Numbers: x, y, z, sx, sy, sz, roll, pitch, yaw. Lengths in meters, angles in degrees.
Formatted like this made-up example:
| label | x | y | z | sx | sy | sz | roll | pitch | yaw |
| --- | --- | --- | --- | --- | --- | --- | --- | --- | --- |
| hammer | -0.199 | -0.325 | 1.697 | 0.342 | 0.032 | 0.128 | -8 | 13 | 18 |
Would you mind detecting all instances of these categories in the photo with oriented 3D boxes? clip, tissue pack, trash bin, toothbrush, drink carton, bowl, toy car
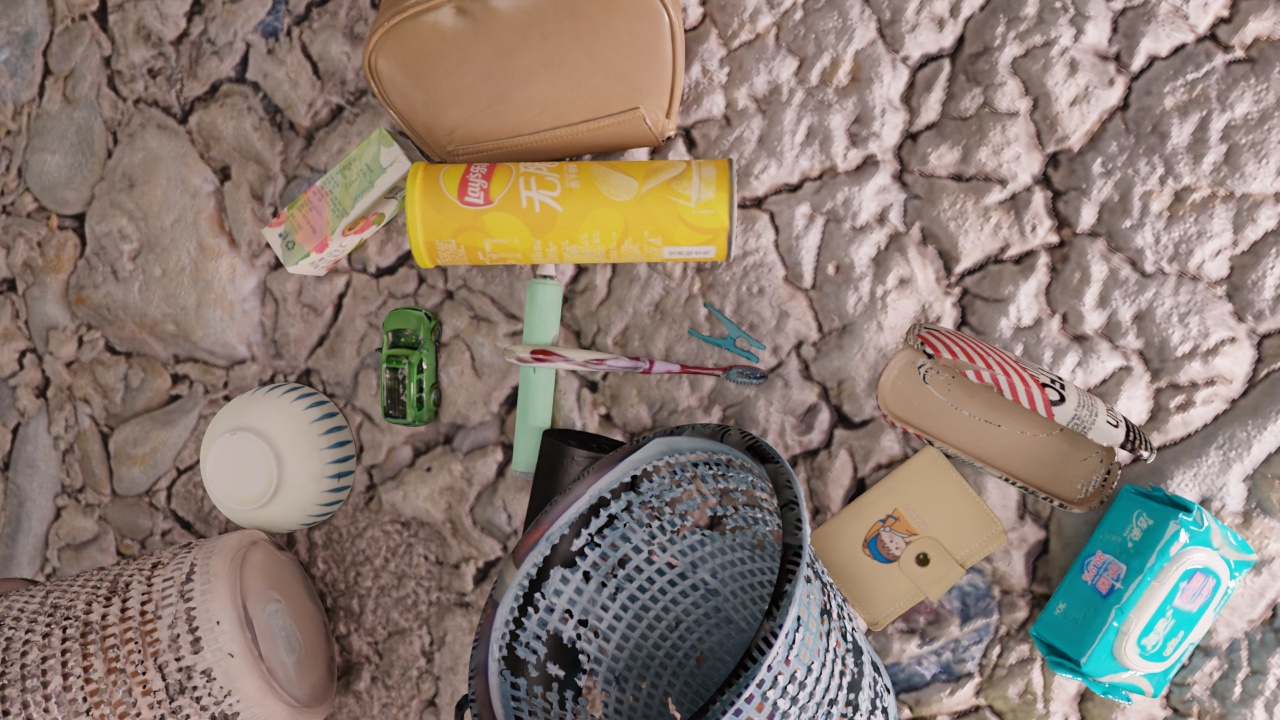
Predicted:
| label | x | y | z | sx | sy | sz | roll | pitch | yaw |
| --- | --- | --- | --- | --- | --- | --- | --- | --- | --- |
| clip | 0.062 | -0.016 | 0.645 | 0.056 | 0.014 | 0.039 | 32 | 99 | 10 |
| tissue pack | 0.307 | 0.146 | 0.563 | 0.093 | 0.050 | 0.133 | 24 | 100 | -29 |
| trash bin | -0.337 | 0.225 | 0.651 | 0.192 | 0.227 | 0.227 | -24 | 88 | -1 |
| toothbrush | -0.004 | 0.004 | 0.642 | 0.187 | 0.017 | 0.016 | 5 | 94 | 1 |
| drink carton | -0.214 | -0.117 | 0.676 | 0.122 | 0.053 | 0.045 | -39 | 84 | 10 |
| toothbrush | -0.071 | -0.025 | 0.666 | 0.027 | 0.026 | 0.224 | 6 | 93 | 11 |
| trash bin | 0.044 | 0.184 | 0.551 | 0.227 | 0.226 | 0.195 | -36 | 121 | 11 |
| bowl | -0.283 | 0.077 | 0.693 | 0.116 | 0.066 | 0.116 | 1 | 93 | 12 |
| toy car | -0.174 | 0.005 | 0.684 | 0.043 | 0.036 | 0.091 | 1 | 89 | 13 |

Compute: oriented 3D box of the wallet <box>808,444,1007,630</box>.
| label | x | y | z | sx | sy | sz | roll | pitch | yaw |
| --- | --- | --- | --- | --- | --- | --- | --- | --- | --- |
| wallet | 0.180 | 0.123 | 0.623 | 0.115 | 0.024 | 0.087 | -40 | 86 | 10 |

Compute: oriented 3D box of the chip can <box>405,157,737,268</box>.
| label | x | y | z | sx | sy | sz | roll | pitch | yaw |
| --- | --- | --- | --- | --- | --- | --- | --- | --- | --- |
| chip can | -0.044 | -0.099 | 0.614 | 0.213 | 0.072 | 0.072 | 0 | 93 | 2 |

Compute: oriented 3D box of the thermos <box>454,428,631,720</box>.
| label | x | y | z | sx | sy | sz | roll | pitch | yaw |
| --- | --- | --- | --- | --- | --- | --- | --- | --- | --- |
| thermos | -0.069 | 0.172 | 0.644 | 0.068 | 0.089 | 0.242 | 19 | 98 | 53 |

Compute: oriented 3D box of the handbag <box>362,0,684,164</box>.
| label | x | y | z | sx | sy | sz | roll | pitch | yaw |
| --- | --- | --- | --- | --- | --- | --- | --- | --- | --- |
| handbag | -0.071 | -0.203 | 0.611 | 0.205 | 0.099 | 0.148 | -7 | 136 | 11 |

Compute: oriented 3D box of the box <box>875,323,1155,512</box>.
| label | x | y | z | sx | sy | sz | roll | pitch | yaw |
| --- | --- | --- | --- | --- | --- | --- | --- | --- | --- |
| box | 0.232 | 0.040 | 0.588 | 0.163 | 0.076 | 0.088 | 25 | 115 | 7 |
